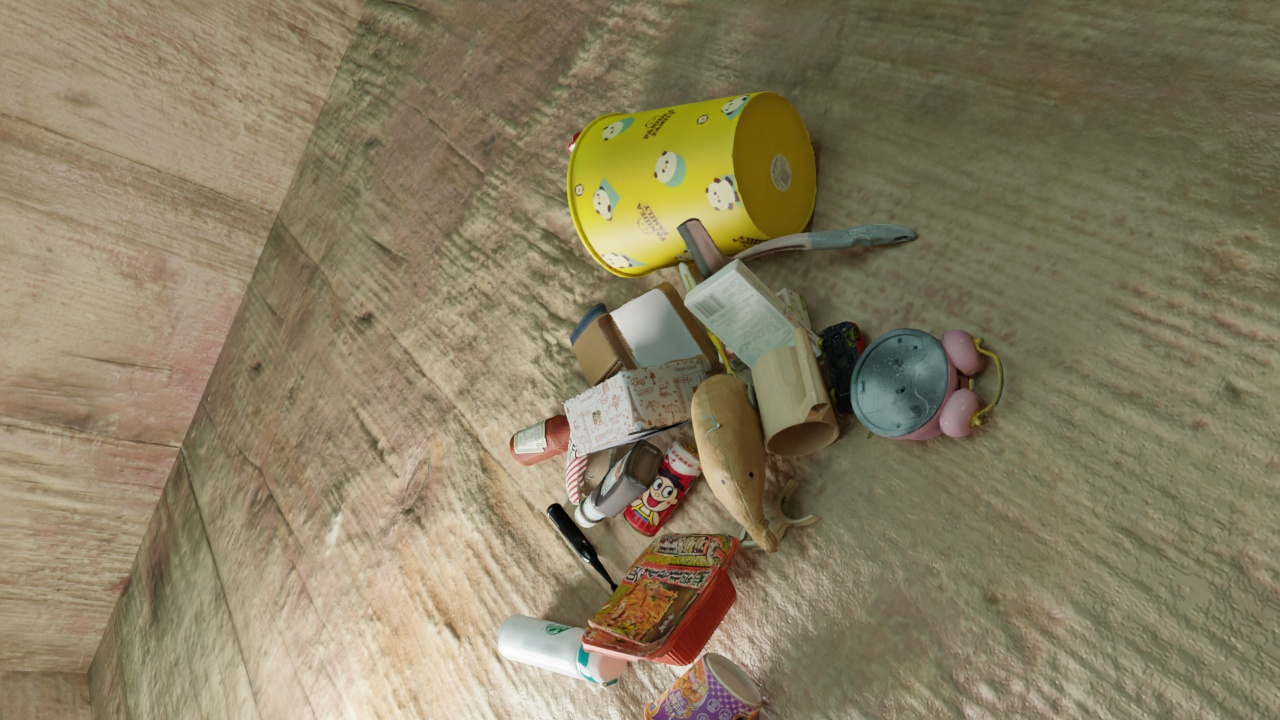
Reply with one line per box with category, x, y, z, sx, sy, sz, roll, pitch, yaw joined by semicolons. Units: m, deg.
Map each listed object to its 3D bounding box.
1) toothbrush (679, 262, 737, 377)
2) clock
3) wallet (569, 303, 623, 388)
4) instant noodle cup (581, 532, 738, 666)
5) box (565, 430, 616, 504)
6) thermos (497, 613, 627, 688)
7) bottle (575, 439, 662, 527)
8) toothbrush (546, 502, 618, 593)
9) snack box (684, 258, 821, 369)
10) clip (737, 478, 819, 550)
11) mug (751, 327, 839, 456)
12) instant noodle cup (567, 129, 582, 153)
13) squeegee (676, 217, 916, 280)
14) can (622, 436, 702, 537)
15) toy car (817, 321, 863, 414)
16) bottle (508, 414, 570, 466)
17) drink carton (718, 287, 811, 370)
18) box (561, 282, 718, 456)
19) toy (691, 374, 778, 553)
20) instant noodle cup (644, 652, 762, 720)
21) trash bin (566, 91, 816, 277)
toothbrush;0.086;-0.042;1.167;0.016;0.018;0.191;-34;71;36
clock;0.299;0.027;0.953;0.159;0.059;0.117;-12;65;47
wallet;-0.065;-0.019;1.410;0.090;0.033;0.115;-49;46;29
instant noodle cup;0.033;0.293;1.093;0.188;0.079;0.165;-47;19;-30
box;-0.065;0.127;1.322;0.075;0.080;0.164;-138;51;-63
thermos;-0.109;0.396;1.270;0.225;0.073;0.073;-6;71;47
bottle;-0.036;0.175;1.233;0.195;0.044;0.079;-48;14;50
toothbrush;-0.078;0.274;1.316;0.212;0.026;0.027;42;142;47
snack box;0.136;-0.044;1.098;0.085;0.157;0.026;-34;24;36
clip;0.160;0.192;1.072;0.097;0.034;0.061;-42;46;19
mug;0.179;0.036;1.050;0.125;0.084;0.103;99;164;-56
instant noodle cup;-0.041;-0.299;1.437;0.116;0.115;0.123;-16;75;44
squeegee;0.194;-0.133;1.081;0.250;0.248;0.040;-10;63;15
can;0.033;0.166;1.207;0.133;0.053;0.053;-56;42;17
toy car;0.238;0.009;1.051;0.049;0.031;0.106;-22;72;41
bottle;-0.113;0.108;1.396;0.207;0.059;0.059;-24;58;34
drink carton;0.152;-0.039;1.157;0.123;0.045;0.053;-32;52;37
box;-0.007;0.005;1.209;0.184;0.156;0.192;-28;77;54
toy;0.109;0.114;1.051;0.083;0.143;0.225;-24;40;19
instant noodle cup;0.077;0.394;1.034;0.099;0.111;0.111;-52;43;9
trash bin;0.073;-0.233;1.197;0.256;0.229;0.229;-2;74;43
